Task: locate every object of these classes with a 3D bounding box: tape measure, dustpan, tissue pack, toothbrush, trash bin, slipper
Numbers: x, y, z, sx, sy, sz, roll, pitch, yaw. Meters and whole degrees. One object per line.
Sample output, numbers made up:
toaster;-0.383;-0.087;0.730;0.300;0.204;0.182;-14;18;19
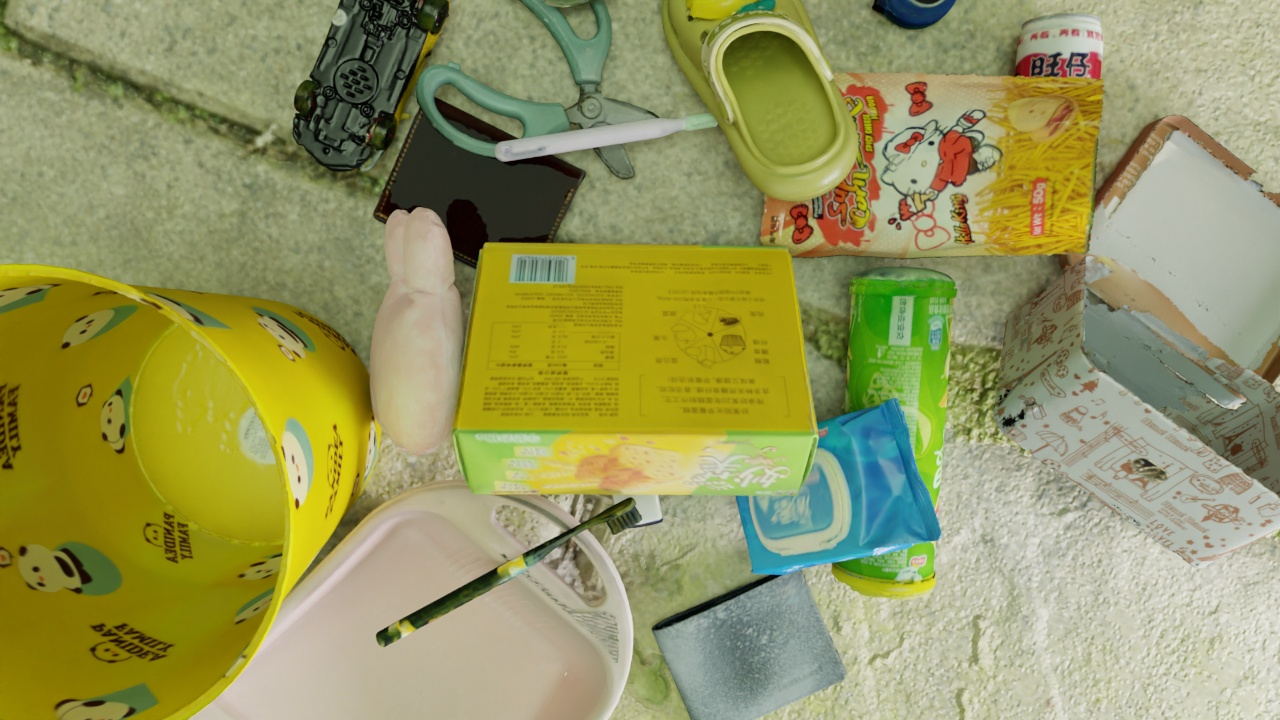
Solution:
tape measure;0.188;-0.255;0.625;0.058;0.025;0.054;0;98;3
dustpan;-0.142;0.210;0.590;0.222;0.139;0.272;40;70;-6
tissue pack;0.119;0.088;0.603;0.052;0.158;0.095;-3;75;-39
tape measure;-0.005;0.083;0.637;0.033;0.066;0.066;-11;96;1
toothbrush;-0.082;0.133;0.566;0.186;0.012;0.017;-29;107;6
trash bin;-0.275;0.059;0.536;0.229;0.255;0.229;0;96;-1
toothbrush;-0.005;-0.155;0.619;0.189;0.021;0.029;-11;100;-10
slipper;0.077;-0.194;0.582;0.091;0.081;0.190;-24;74;1

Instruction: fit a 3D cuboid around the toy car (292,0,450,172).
toy car;-0.182;-0.201;0.618;0.071;0.041;0.156;23;94;-3

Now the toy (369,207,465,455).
toy;-0.146;-0.019;0.601;0.054;0.121;0.159;-1;99;-31

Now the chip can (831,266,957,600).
chip can;0.174;0.046;0.633;0.072;0.072;0.221;2;96;-1

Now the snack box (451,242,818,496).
snack box;-0.003;0.003;0.585;0.210;0.070;0.157;1;52;-1

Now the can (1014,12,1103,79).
can;0.280;-0.161;0.622;0.053;0.053;0.133;2;96;-1

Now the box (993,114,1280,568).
box;0.360;-0.016;0.620;0.179;0.124;0.273;35;67;-4

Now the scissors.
scissors;-0.074;-0.183;0.622;0.179;0.019;0.172;-30;96;-10

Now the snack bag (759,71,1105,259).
snack bag;0.184;-0.127;0.599;0.208;0.073;0.128;6;97;23

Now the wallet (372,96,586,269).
wallet;-0.113;-0.115;0.640;0.122;0.020;0.096;26;99;-4

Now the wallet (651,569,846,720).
wallet;0.081;0.217;0.678;0.121;0.019;0.097;-23;98;0

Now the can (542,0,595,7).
can;-0.056;-0.310;0.591;0.058;0.058;0.146;-14;88;1
